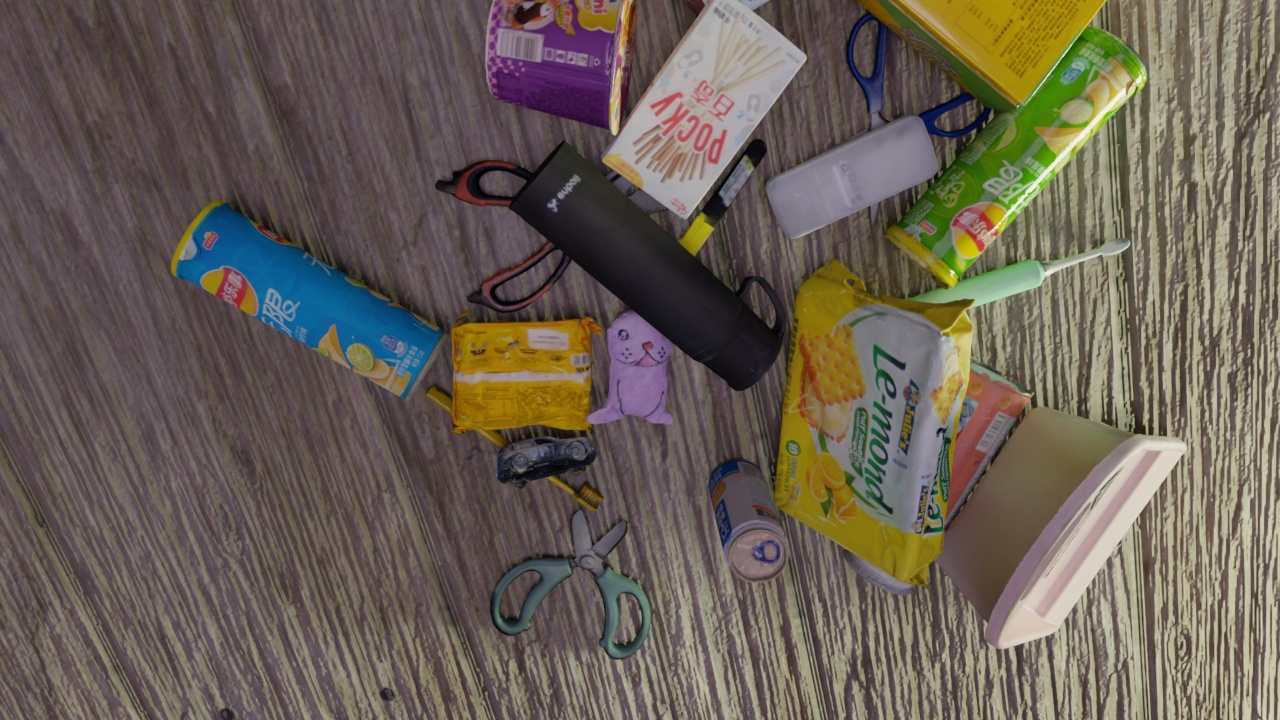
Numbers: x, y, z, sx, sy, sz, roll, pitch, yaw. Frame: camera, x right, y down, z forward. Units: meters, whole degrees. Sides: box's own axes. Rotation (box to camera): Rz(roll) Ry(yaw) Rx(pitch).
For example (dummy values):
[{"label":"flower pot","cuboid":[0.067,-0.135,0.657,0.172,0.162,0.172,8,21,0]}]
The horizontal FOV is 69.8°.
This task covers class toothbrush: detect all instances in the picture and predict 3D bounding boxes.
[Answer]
[{"label":"toothbrush","cuboid":[0.309,-0.067,0.790,0.224,0.027,0.026,-18,76,4]},{"label":"toothbrush","cuboid":[-0.112,0.079,0.831,0.190,0.015,0.016,36,98,-13]}]

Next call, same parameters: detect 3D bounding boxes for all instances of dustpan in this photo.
[{"label":"dustpan","cuboid":[0.375,0.159,0.771,0.273,0.139,0.223,20,105,-25]}]

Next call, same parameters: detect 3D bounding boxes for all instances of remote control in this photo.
[{"label":"remote control","cuboid":[0.172,-0.149,0.750,0.136,0.020,0.056,-24,112,10]}]

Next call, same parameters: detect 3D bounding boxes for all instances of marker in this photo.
[{"label":"marker","cuboid":[0.065,-0.131,0.765,0.018,0.015,0.124,32,104,-13]}]

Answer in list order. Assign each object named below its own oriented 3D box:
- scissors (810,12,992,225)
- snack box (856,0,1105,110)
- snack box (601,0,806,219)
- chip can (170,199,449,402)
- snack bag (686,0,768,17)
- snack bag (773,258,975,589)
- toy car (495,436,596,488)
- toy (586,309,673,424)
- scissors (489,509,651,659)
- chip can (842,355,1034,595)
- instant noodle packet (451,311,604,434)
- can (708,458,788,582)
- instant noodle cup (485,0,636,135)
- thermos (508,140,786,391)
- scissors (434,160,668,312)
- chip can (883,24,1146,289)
[{"label":"scissors","cuboid":[0.200,-0.198,0.748,0.173,0.012,0.162,-22,110,7]},{"label":"snack box","cuboid":[0.277,-0.316,0.673,0.157,0.070,0.210,33,100,-12]},{"label":"snack box","cuboid":[0.047,-0.197,0.715,0.084,0.026,0.157,32,108,-17]},{"label":"chip can","cuboid":[-0.266,-0.047,0.752,0.210,0.071,0.071,31,105,-12]},{"label":"snack bag","cuboid":[0.089,-0.289,0.704,0.104,0.026,0.048,-32,105,10]},{"label":"snack bag","cuboid":[0.194,0.050,0.766,0.068,0.158,0.247,-12,114,-34]},{"label":"toy car","cuboid":[-0.084,0.086,0.809,0.090,0.034,0.043,-11,149,-10]},{"label":"toy","cuboid":[-0.005,0.005,0.792,0.083,0.039,0.108,-1,107,-26]},{"label":"scissors","cuboid":[-0.073,0.224,0.881,0.181,0.019,0.170,-12,111,3]},{"label":"chip can","cuboid":[0.265,0.104,0.823,0.071,0.071,0.215,23,107,-10]},{"label":"instant noodle packet","cuboid":[-0.098,0.011,0.791,0.128,0.044,0.111,1,109,-8]},{"label":"can","cuboid":[0.092,0.136,0.795,0.053,0.134,0.053,-1,108,-2]},{"label":"instant noodle cup","cuboid":[-0.058,-0.231,0.683,0.099,0.111,0.112,9,109,5]},{"label":"thermos","cuboid":[0.015,-0.080,0.744,0.242,0.068,0.090,38,79,-16]},{"label":"scissors","cuboid":[-0.064,-0.121,0.763,0.226,0.015,0.189,14,108,-7]},{"label":"chip can","cuboid":[0.297,-0.161,0.732,0.072,0.072,0.221,37,104,-14]}]
